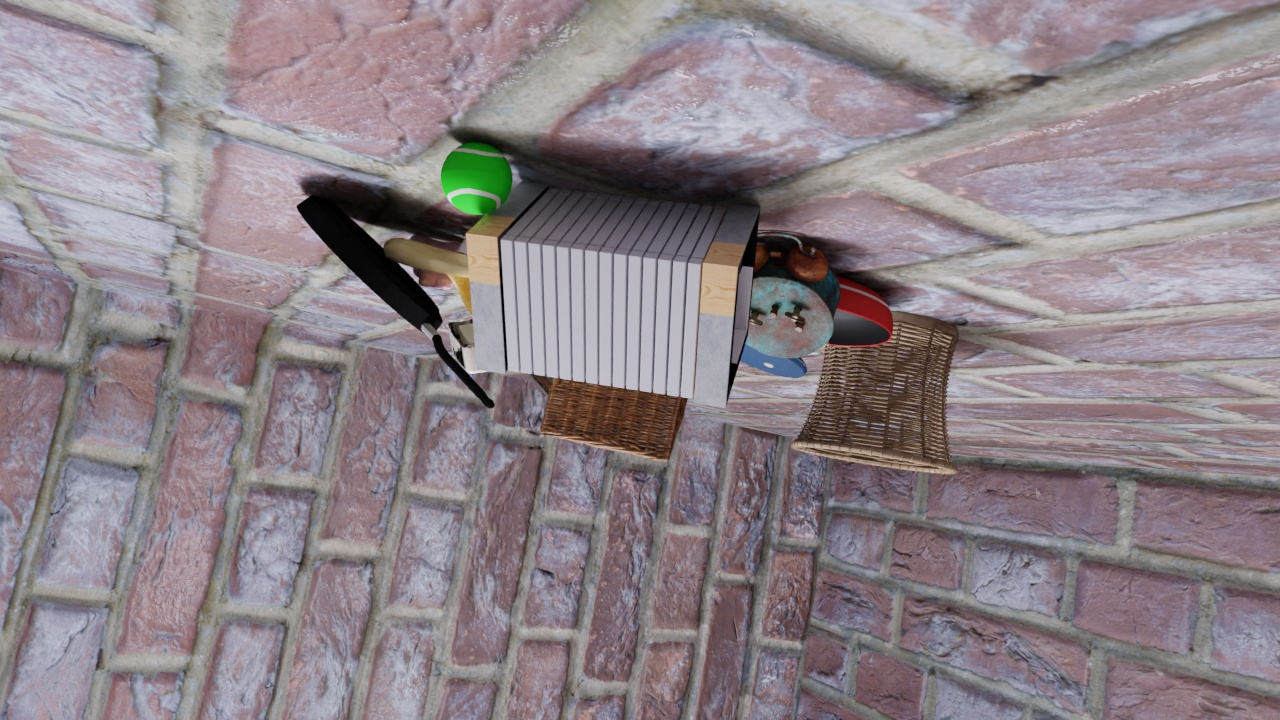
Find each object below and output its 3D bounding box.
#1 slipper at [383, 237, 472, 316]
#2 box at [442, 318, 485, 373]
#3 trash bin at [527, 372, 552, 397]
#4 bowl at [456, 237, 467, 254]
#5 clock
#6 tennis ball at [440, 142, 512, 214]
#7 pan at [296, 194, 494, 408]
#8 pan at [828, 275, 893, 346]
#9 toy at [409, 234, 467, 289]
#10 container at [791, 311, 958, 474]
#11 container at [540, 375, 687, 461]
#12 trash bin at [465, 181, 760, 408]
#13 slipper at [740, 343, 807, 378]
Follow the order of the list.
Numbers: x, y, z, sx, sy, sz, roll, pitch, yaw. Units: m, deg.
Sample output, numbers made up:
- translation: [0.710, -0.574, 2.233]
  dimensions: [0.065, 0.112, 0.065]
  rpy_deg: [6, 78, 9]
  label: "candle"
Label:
- translation: [-0.212, -0.094, 1.190]
  dimensions: [0.261, 0.079, 0.111]
  rpy_deg: [14, -174, -34]
  label: "slipper"
- translation: [-0.144, -0.026, 1.037]
  dimensions: [0.145, 0.066, 0.186]
  rpy_deg: [-10, -176, -17]
  label: "box"
- translation: [-0.100, 0.002, 1.419]
  dimensions: [0.114, 0.114, 0.229]
  rpy_deg: [37, -177, -39]
  label: "trash bin"
- translation: [-0.171, -0.141, 1.144]
  dimensions: [0.110, 0.040, 0.110]
  rpy_deg: [16, -177, -1]
  label: "bowl"
- translation: [0.154, -0.073, 1.005]
  dimensions: [0.121, 0.073, 0.158]
  rpy_deg: [5, 135, 24]
  label: "clock"
- translation: [-0.150, -0.167, 0.844]
  dimensions: [0.065, 0.065, 0.065]
  rpy_deg: [10, 173, 1]
  label: "tennis ball"
- translation: [-0.288, -0.074, 1.130]
  dimensions: [0.356, 0.034, 0.225]
  rpy_deg: [45, 177, 15]
  label: "pan"
- translation: [0.170, -0.059, 1.215]
  dimensions: [0.208, 0.067, 0.357]
  rpy_deg: [18, 169, -33]
  label: "pan"
- translation: [-0.269, -0.131, 1.243]
  dimensions: [0.102, 0.093, 0.050]
  rpy_deg: [7, 140, -10]
  label: "toy"
- translation: [0.343, 0.046, 1.300]
  dimensions: [0.227, 0.196, 0.227]
  rpy_deg: [10, 173, 1]
  label: "container"
- translation: [-0.007, 0.007, 1.179]
  dimensions: [0.162, 0.249, 0.183]
  rpy_deg: [11, 166, 10]
  label: "container"
- translation: [-0.022, -0.070, 0.890]
  dimensions: [0.247, 0.143, 0.142]
  rpy_deg: [8, -148, 11]
  label: "trash bin"
- translation: [0.121, -0.055, 1.388]
  dimensions: [0.295, 0.060, 0.118]
  rpy_deg: [22, 168, 6]
  label: "slipper"
